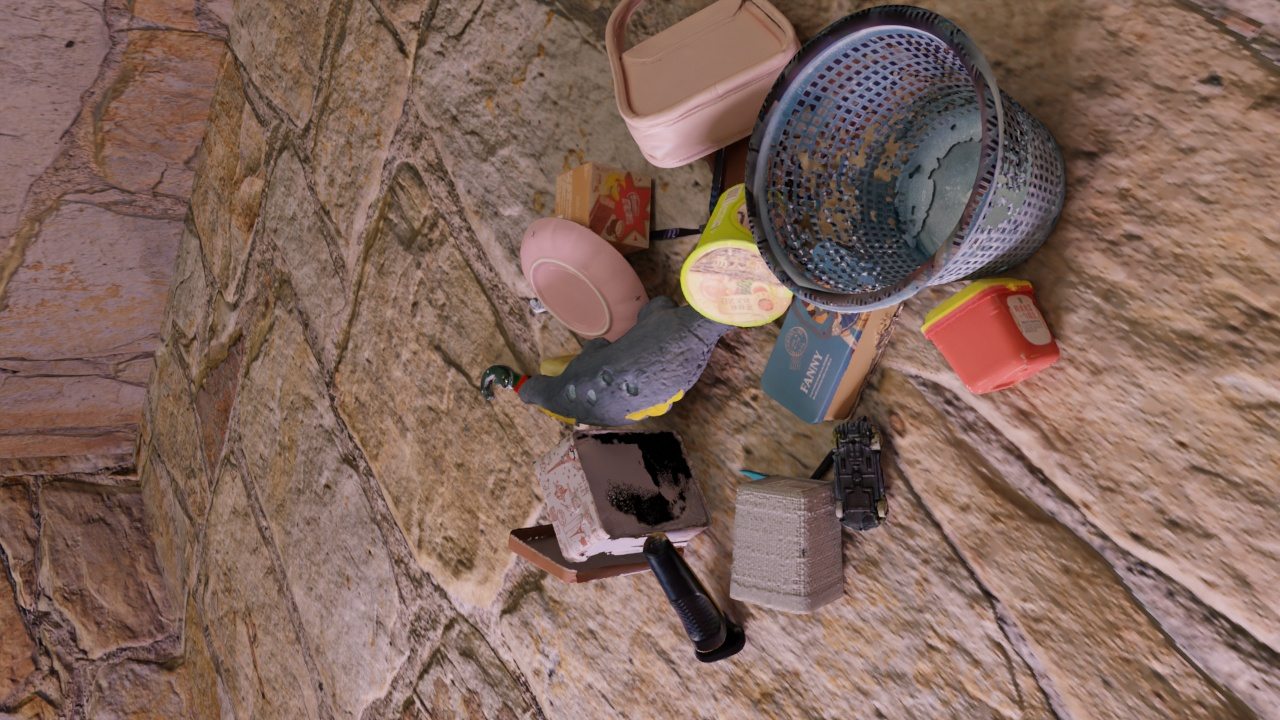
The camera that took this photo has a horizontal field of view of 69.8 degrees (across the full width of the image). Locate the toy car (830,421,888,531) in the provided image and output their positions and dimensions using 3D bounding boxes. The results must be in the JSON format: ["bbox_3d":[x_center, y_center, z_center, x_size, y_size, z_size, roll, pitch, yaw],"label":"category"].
[{"bbox_3d":[0.211,0.111,0.882,0.049,0.031,0.105,-5,87,29],"label":"toy car"}]

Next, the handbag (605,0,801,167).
[{"bbox_3d":[0.052,-0.335,0.976,0.193,0.093,0.234,-26,62,6],"label":"handbag"}]

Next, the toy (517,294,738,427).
[{"bbox_3d":[-0.006,0.006,1.023,0.357,0.091,0.137,-26,33,24],"label":"toy"}]

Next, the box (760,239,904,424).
[{"bbox_3d":[0.187,-0.022,0.897,0.090,0.061,0.184,37,114,44],"label":"box"}]

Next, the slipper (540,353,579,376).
[{"bbox_3d":[-0.055,0.042,1.154,0.191,0.091,0.081,17,104,45],"label":"slipper"}]

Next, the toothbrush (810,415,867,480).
[{"bbox_3d":[0.177,0.119,0.939,0.181,0.015,0.018,-58,41,32],"label":"toothbrush"}]

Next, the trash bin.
[{"bbox_3d":[0.232,-0.147,0.745,0.227,0.194,0.226,-2,87,50],"label":"trash bin"}]

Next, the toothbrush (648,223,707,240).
[{"bbox_3d":[0.032,-0.154,1.113,0.189,0.016,0.014,3,88,51],"label":"toothbrush"}]

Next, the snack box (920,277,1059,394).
[{"bbox_3d":[0.293,-0.020,0.755,0.082,0.091,0.080,-42,65,41],"label":"snack box"}]

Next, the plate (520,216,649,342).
[{"bbox_3d":[-0.077,-0.088,1.128,0.192,0.038,0.193,28,148,19],"label":"plate"}]

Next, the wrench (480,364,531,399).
[{"bbox_3d":[-0.155,0.046,1.322,0.274,0.016,0.056,11,97,49],"label":"wrench"}]

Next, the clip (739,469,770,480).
[{"bbox_3d":[0.129,0.132,0.995,0.056,0.014,0.040,-3,87,48],"label":"clip"}]

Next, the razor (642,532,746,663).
[{"bbox_3d":[0.053,0.255,0.996,0.062,0.067,0.167,-26,110,16],"label":"razor"}]

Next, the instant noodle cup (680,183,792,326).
[{"bbox_3d":[0.108,-0.115,0.937,0.112,0.111,0.123,-37,25,42],"label":"instant noodle cup"}]

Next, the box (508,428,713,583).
[{"bbox_3d":[-0.042,0.186,1.068,0.178,0.182,0.152,-38,60,38],"label":"box"}]

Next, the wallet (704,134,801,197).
[{"bbox_3d":[0.117,-0.214,1.006,0.101,0.032,0.124,-38,60,45],"label":"wallet"}]

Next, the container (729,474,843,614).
[{"bbox_3d":[0.145,0.176,0.905,0.090,0.090,0.114,3,94,39],"label":"container"}]

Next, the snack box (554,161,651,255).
[{"bbox_3d":[-0.047,-0.185,1.136,0.077,0.094,0.092,-6,80,53],"label":"snack box"}]

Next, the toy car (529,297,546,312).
[{"bbox_3d":[-0.114,-0.086,1.261,0.091,0.042,0.034,-15,111,43],"label":"toy car"}]

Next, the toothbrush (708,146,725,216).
[{"bbox_3d":[0.083,-0.192,1.018,0.014,0.016,0.190,25,115,48],"label":"toothbrush"}]
